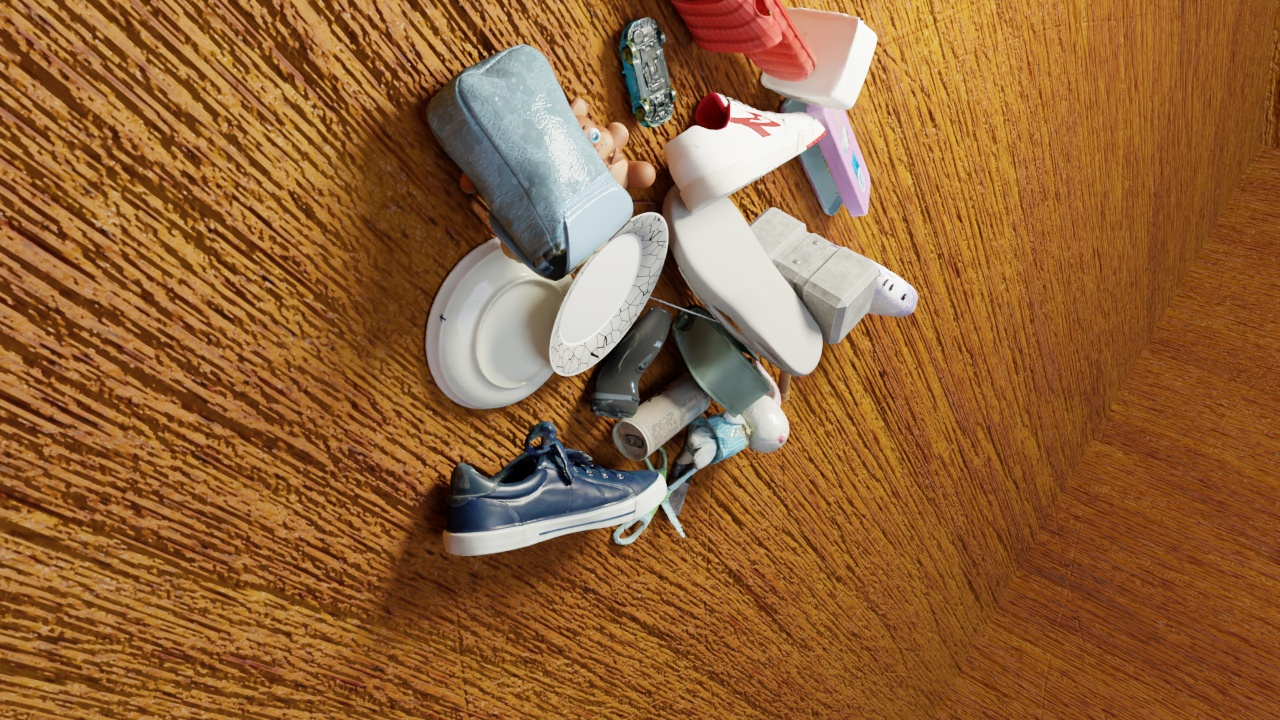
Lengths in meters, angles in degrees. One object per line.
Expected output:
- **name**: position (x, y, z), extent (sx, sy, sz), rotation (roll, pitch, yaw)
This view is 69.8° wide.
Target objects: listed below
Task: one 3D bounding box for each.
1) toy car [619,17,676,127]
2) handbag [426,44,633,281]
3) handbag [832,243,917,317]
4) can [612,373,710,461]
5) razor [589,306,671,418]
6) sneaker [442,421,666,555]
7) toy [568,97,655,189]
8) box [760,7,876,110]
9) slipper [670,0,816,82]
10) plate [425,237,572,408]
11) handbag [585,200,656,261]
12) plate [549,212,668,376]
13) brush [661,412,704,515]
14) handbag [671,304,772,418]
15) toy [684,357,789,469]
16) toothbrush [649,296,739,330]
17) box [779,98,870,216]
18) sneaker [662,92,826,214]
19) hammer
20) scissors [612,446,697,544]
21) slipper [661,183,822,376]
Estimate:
- **toy car**: position (0.004, -0.286, 0.913), extent (0.048, 0.032, 0.105), rotation (-36, 128, -30)
- **handbag**: position (-0.101, -0.162, 0.795), extent (0.192, 0.119, 0.121), rotation (54, 50, -15)
- **handbag**: position (0.299, -0.109, 1.265), extent (0.158, 0.126, 0.069), rotation (18, 98, -53)
- **can**: position (0.028, 0.065, 1.099), extent (0.135, 0.054, 0.054), rotation (-34, 133, -43)
- **razor**: position (-0.006, 0.006, 1.028), extent (0.140, 0.064, 0.053), rotation (-58, 149, 10)
- **sneaker**: position (-0.084, 0.124, 1.000), extent (0.293, 0.121, 0.127), rotation (-3, 89, -45)
- **toy**: position (-0.048, -0.198, 0.879), extent (0.095, 0.065, 0.127), rotation (-55, 135, -8)
- **box**: position (0.214, -0.345, 1.059), extent (0.091, 0.107, 0.102), rotation (6, 106, -53)
- **slipper**: position (0.097, -0.339, 0.932), extent (0.248, 0.104, 0.059), rotation (25, 87, -48)
- **plate**: position (-0.125, -0.031, 0.904), extent (0.181, 0.034, 0.183), rotation (-25, 128, -38)
- **handbag**: position (-0.024, -0.146, 0.966), extent (0.119, 0.029, 0.055), rotation (-30, 132, -42)
- **plate**: position (-0.035, -0.069, 0.929), extent (0.188, 0.016, 0.189), rotation (-47, 159, -25)
- **brush**: position (0.060, 0.137, 1.220), extent (0.038, 0.012, 0.151), rotation (3, 107, -49)
- **handbag**: position (0.100, -0.002, 1.118), extent (0.067, 0.106, 0.122), rotation (-37, 141, 10)
- **toy**: position (0.134, 0.084, 1.189), extent (0.204, 0.106, 0.131), rotation (-27, 126, -47)
- **toothbrush**: position (0.043, -0.065, 1.036), extent (0.181, 0.010, 0.010), rotation (18, 97, -26)
- **box**: position (0.245, -0.273, 1.178), extent (0.214, 0.065, 0.078), rotation (48, 58, -49)
- **sneaker**: position (0.113, -0.252, 1.013), extent (0.235, 0.091, 0.104), rotation (-34, 97, -37)
- **hammer**: position (0.199, -0.035, 1.206), extent (0.082, 0.163, 0.318), rotation (-43, 153, -24)
- **scissors**: position (0.028, 0.176, 1.193), extent (0.172, 0.021, 0.171), rotation (-39, 125, -24)
- **slipper**: position (0.103, -0.084, 1.054), extent (0.266, 0.081, 0.112), rotation (47, 56, -16)
